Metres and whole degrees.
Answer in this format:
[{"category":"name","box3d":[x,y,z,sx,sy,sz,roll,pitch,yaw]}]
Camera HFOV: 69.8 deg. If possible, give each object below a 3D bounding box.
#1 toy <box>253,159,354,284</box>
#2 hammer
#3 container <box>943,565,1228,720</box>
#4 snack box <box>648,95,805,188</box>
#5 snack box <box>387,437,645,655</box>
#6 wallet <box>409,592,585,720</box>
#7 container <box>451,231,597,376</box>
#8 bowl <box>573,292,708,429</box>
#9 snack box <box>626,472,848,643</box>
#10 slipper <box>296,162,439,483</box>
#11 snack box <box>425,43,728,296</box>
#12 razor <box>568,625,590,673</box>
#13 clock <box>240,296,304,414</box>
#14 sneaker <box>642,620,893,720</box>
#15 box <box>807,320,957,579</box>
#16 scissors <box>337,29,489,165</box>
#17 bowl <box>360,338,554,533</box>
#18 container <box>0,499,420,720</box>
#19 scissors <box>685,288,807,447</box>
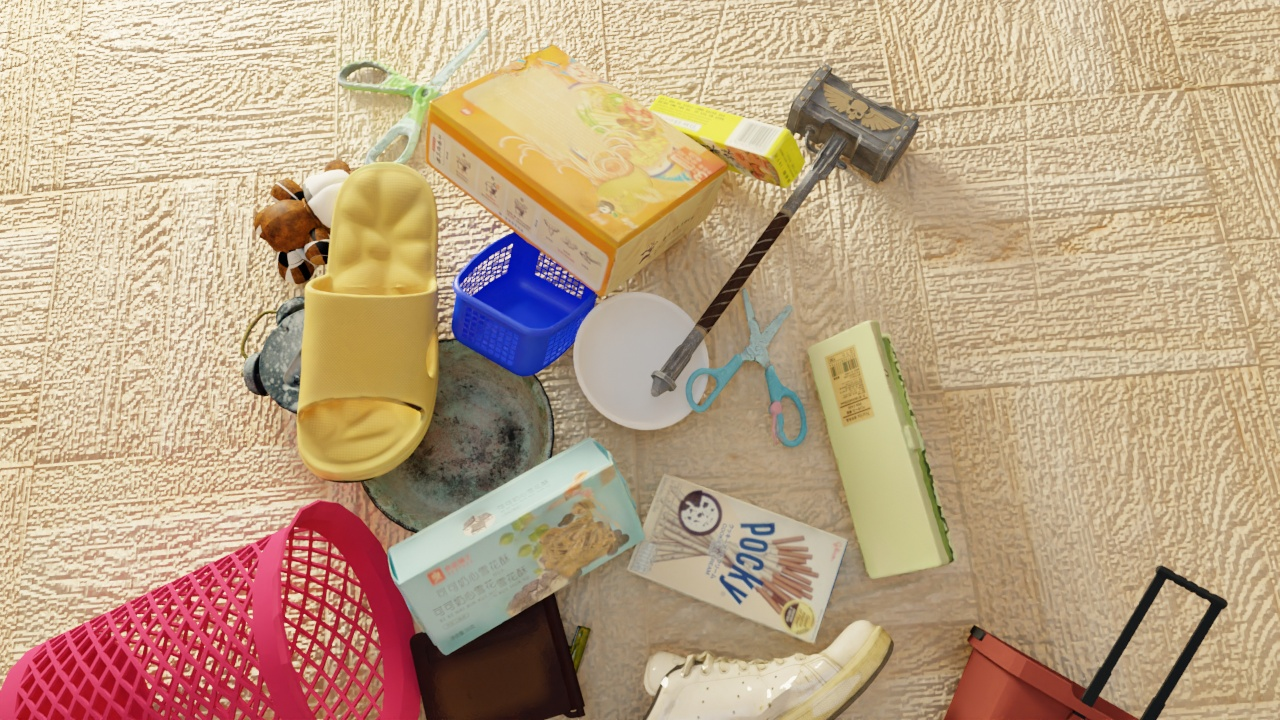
[{"category":"toy","box3d":[-0.269,-0.125,0.780,0.112,0.067,0.087,-30,75,-15]},{"category":"hammer","box3d":[0.102,-0.098,0.741,0.098,0.044,0.321,33,73,11]},{"category":"container","box3d":[0.293,0.229,0.612,0.148,0.127,0.201,29,88,10]},{"category":"snack box","box3d":[0.065,-0.180,0.750,0.148,0.040,0.029,29,78,40]},{"category":"snack box","box3d":[-0.089,0.134,0.670,0.174,0.053,0.075,-29,118,-13]},{"category":"wallet","box3d":[-0.106,0.229,0.674,0.116,0.018,0.091,-20,74,8]},{"category":"container","box3d":[-0.090,-0.044,0.724,0.096,0.058,0.114,29,42,10]},{"category":"bowl","box3d":[-0.004,0.004,0.730,0.110,0.041,0.109,4,75,-17]},{"category":"snack box","box3d":[0.073,0.149,0.699,0.150,0.026,0.081,19,77,9]},{"category":"slipper","box3d":[-0.200,-0.041,0.693,0.099,0.079,0.263,4,68,-11]},{"category":"snack box","box3d":[-0.053,-0.154,0.744,0.195,0.081,0.144,38,52,15]},{"category":"razor","box3d":[-0.093,0.207,0.695,0.106,0.026,0.042,15,78,11]},{"category":"clock","box3d":[-0.269,-0.001,0.746,0.129,0.052,0.090,26,78,9]},{"category":"sneaker","box3d":[0.059,0.239,0.649,0.241,0.089,0.102,-33,69,0]},{"category":"box","box3d":[0.181,0.070,0.703,0.078,0.089,0.188,-18,76,18]},{"category":"scissors","box3d":[-0.194,-0.234,0.830,0.171,0.023,0.168,9,70,8]},{"category":"bowl","box3d":[-0.144,0.063,0.728,0.157,0.038,0.157,-1,74,3]},{"category":"container","box3d":[-0.297,0.221,0.634,0.226,0.183,0.183,-20,74,5]},{"category":"scissors","box3d":[0.082,0.007,0.731,0.125,0.015,0.136,-7,71,-21]}]
